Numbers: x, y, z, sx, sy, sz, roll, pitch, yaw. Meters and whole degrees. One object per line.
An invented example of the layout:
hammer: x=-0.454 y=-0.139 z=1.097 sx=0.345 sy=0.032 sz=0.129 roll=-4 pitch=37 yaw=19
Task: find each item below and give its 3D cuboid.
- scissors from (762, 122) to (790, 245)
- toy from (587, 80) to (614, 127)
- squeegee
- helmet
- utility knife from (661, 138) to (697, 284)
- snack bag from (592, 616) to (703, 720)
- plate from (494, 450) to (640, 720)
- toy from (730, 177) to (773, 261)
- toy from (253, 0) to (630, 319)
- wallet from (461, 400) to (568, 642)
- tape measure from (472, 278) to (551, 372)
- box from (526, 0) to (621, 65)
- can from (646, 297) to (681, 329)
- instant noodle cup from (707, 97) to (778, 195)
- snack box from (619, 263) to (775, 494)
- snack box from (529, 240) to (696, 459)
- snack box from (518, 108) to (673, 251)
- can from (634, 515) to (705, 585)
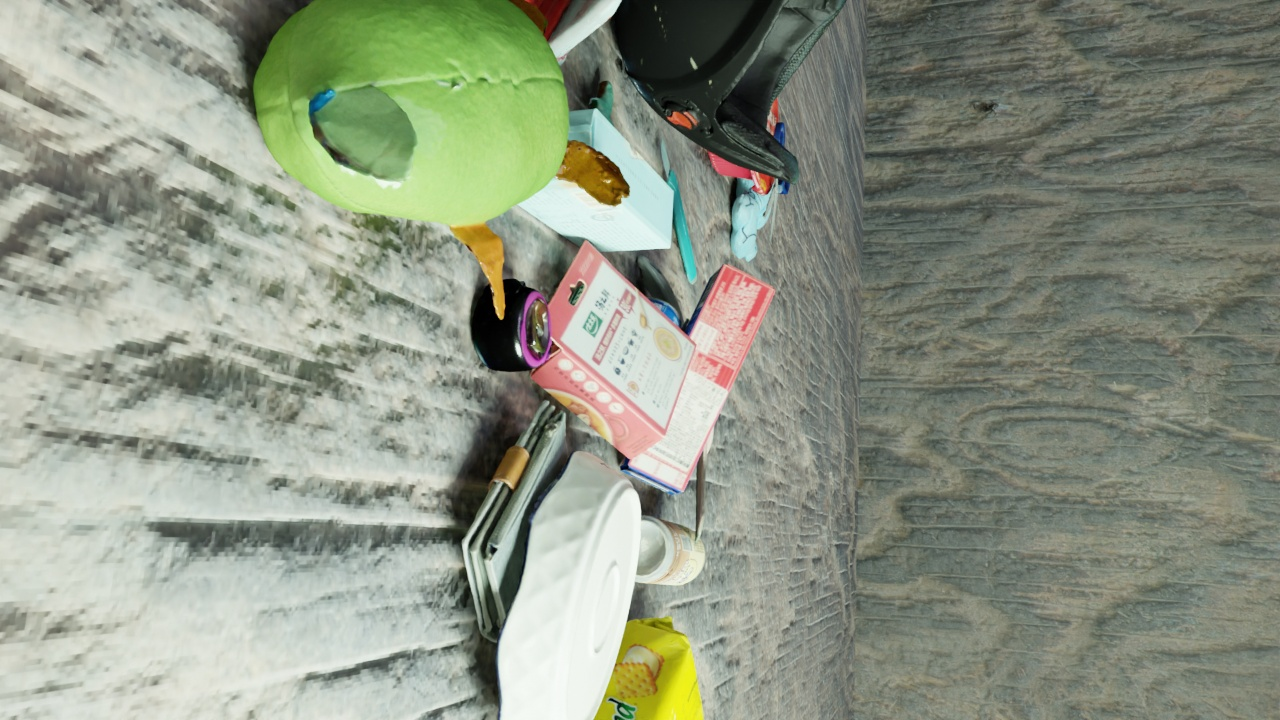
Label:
scissors: x=0.174 y=-0.223 z=1.165 sx=0.163 sy=0.012 sz=0.162 roll=0 pitch=92 yaw=-71
toy: x=-0.027 y=-0.183 z=0.765 sx=0.092 sy=0.030 sz=0.096 roll=64 pitch=26 yaw=-55
squeegee: x=0.044 y=0.010 z=0.912 sx=0.247 sy=0.040 sz=0.250 roll=-78 pitch=154 yaw=-67
helmet: x=0.088 y=-0.296 z=0.776 sx=0.233 sy=0.230 sz=0.274 roll=-61 pitch=170 yaw=5
utility knife: x=0.040 y=-0.152 z=0.976 sx=0.029 sy=0.013 sz=0.187 roll=-73 pitch=156 yaw=-44
snack bag: x=-0.005 y=0.346 z=0.771 sx=0.245 sy=0.068 sz=0.158 roll=-52 pitch=137 yaw=-59
plate: x=-0.043 y=0.168 z=0.634 sx=0.204 sy=0.045 sz=0.205 roll=12 pitch=89 yaw=-79
toy: x=0.154 y=-0.220 z=1.245 sx=0.155 sy=0.050 sz=0.161 roll=-53 pitch=143 yaw=-56
toy: x=-0.098 y=-0.133 z=0.475 sx=0.246 sy=0.090 sz=0.227 roll=-31 pitch=102 yaw=-60
wallet: x=-0.081 y=0.102 z=0.604 sx=0.129 sy=0.037 sz=0.107 roll=-67 pitch=161 yaw=-46
tape measure: x=-0.081 y=-0.021 z=0.596 sx=0.057 sy=0.039 sz=0.057 roll=49 pitch=45 yaw=-62
box: x=-0.034 y=-0.286 z=0.644 sx=0.095 sy=0.099 sz=0.200 roll=71 pitch=26 yaw=-43
can: x=-0.005 y=0.005 z=0.790 sx=0.134 sy=0.053 sz=0.053 roll=-67 pitch=150 yaw=-48
instant noodle cup: x=0.124 y=-0.301 z=1.136 sx=0.193 sy=0.066 sz=0.194 roll=2 pitch=90 yaw=-70
snack box: x=0.050 y=0.018 z=0.826 sx=0.207 sy=0.058 sz=0.057 roll=-64 pitch=-175 yaw=-12
snack box: x=-0.026 y=-0.009 z=0.697 sx=0.127 sy=0.044 sz=0.113 roll=42 pitch=40 yaw=-16
snack box: x=-0.036 y=-0.125 z=0.671 sx=0.174 sy=0.074 sz=0.051 roll=25 pitch=67 yaw=-69
can: x=0.019 y=0.177 z=0.849 sx=0.116 sy=0.059 sz=0.058 roll=37 pitch=55 yaw=-66
